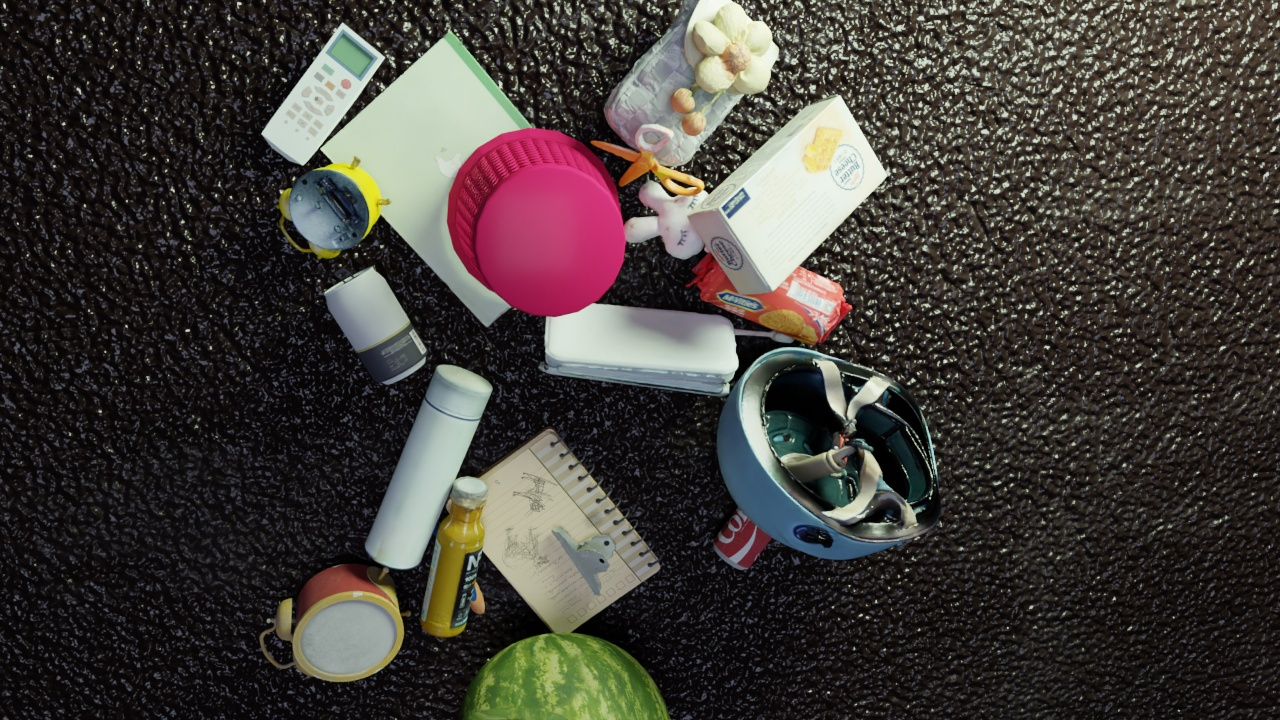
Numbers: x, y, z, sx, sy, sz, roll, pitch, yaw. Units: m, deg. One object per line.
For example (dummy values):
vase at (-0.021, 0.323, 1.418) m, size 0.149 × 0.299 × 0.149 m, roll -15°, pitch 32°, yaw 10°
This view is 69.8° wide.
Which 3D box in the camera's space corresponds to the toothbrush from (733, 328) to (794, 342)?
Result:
toothbrush at (0.085, -0.033, 1.040) m, size 0.181 × 0.018 × 0.016 m, roll 4°, pitch 104°, yaw -7°

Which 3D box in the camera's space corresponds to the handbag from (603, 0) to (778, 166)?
handbag at (0.051, -0.274, 0.913) m, size 0.112 × 0.123 × 0.172 m, roll 35°, pitch 103°, yaw -26°

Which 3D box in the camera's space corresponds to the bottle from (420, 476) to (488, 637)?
bottle at (-0.207, 0.221, 1.037) m, size 0.053 × 0.053 × 0.186 m, roll 11°, pitch 108°, yaw -10°

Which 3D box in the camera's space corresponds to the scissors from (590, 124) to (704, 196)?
scissors at (0.007, -0.203, 0.924) m, size 0.125 × 0.129 × 0.011 m, roll 22°, pitch 66°, yaw 7°

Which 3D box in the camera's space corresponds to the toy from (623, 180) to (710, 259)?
toy at (0.046, -0.146, 0.964) m, size 0.125 × 0.037 × 0.076 m, roll 18°, pitch 87°, yaw 18°

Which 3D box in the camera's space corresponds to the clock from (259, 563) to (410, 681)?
clock at (-0.349, 0.298, 1.044) m, size 0.158 × 0.081 × 0.117 m, roll -22°, pitch 118°, yaw -10°

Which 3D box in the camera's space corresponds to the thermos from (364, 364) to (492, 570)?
thermos at (-0.235, 0.119, 1.017) m, size 0.068 × 0.068 × 0.230 m, roll 23°, pitch 101°, yaw -13°

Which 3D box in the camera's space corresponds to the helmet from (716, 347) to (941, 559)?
helmet at (0.187, 0.111, 0.995) m, size 0.265 × 0.225 × 0.167 m, roll 24°, pitch 138°, yaw -23°

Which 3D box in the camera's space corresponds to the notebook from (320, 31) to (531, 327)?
notebook at (-0.180, -0.185, 0.968) m, size 0.182 × 0.010 × 0.252 m, roll -40°, pitch 107°, yaw 5°

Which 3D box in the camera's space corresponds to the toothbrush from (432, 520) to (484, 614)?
toothbrush at (-0.215, 0.244, 1.083) m, size 0.021 × 0.017 × 0.135 m, roll -21°, pitch 109°, yaw 3°

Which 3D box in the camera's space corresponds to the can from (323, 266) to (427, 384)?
can at (-0.281, -0.041, 0.967) m, size 0.064 × 0.064 × 0.127 m, roll -28°, pitch 107°, yaw 1°

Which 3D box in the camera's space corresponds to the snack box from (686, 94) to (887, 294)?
snack box at (0.154, -0.170, 0.944) m, size 0.207 × 0.058 × 0.104 m, roll -44°, pitch 109°, yaw -23°

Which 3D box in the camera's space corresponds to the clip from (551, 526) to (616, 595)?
clip at (-0.057, 0.229, 1.064) m, size 0.054 × 0.038 × 0.101 m, roll -27°, pitch 109°, yaw 16°

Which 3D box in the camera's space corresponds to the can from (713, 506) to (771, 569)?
can at (0.133, 0.197, 1.091) m, size 0.054 × 0.054 × 0.097 m, roll 33°, pitch 99°, yaw -14°

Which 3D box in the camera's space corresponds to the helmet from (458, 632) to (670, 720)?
helmet at (-0.078, 0.429, 1.037) m, size 0.214 × 0.242 × 0.247 m, roll -42°, pitch 68°, yaw 38°

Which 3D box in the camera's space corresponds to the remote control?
remote control at (-0.318, -0.264, 0.921) m, size 0.049 × 0.024 × 0.143 m, roll 38°, pitch 100°, yaw -15°

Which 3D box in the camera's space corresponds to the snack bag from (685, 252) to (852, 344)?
snack bag at (0.143, -0.078, 1.006) m, size 0.176 × 0.082 × 0.082 m, roll 23°, pitch 101°, yaw -13°

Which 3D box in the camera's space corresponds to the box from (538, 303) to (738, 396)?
box at (-0.008, 0.013, 1.005) m, size 0.216 × 0.107 × 0.110 m, roll 6°, pitch 132°, yaw -5°

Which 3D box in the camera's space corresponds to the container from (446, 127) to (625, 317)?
container at (-0.094, -0.126, 0.872) m, size 0.183 × 0.225 × 0.183 m, roll -2°, pitch 105°, yaw -9°

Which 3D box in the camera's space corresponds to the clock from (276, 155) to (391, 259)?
clock at (-0.317, -0.151, 0.931) m, size 0.119 × 0.057 × 0.083 m, roll -29°, pitch 110°, yaw 16°

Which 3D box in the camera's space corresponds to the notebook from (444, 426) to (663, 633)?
notebook at (-0.097, 0.203, 1.080) m, size 0.167 × 0.024 × 0.225 m, roll -35°, pitch 107°, yaw 5°
